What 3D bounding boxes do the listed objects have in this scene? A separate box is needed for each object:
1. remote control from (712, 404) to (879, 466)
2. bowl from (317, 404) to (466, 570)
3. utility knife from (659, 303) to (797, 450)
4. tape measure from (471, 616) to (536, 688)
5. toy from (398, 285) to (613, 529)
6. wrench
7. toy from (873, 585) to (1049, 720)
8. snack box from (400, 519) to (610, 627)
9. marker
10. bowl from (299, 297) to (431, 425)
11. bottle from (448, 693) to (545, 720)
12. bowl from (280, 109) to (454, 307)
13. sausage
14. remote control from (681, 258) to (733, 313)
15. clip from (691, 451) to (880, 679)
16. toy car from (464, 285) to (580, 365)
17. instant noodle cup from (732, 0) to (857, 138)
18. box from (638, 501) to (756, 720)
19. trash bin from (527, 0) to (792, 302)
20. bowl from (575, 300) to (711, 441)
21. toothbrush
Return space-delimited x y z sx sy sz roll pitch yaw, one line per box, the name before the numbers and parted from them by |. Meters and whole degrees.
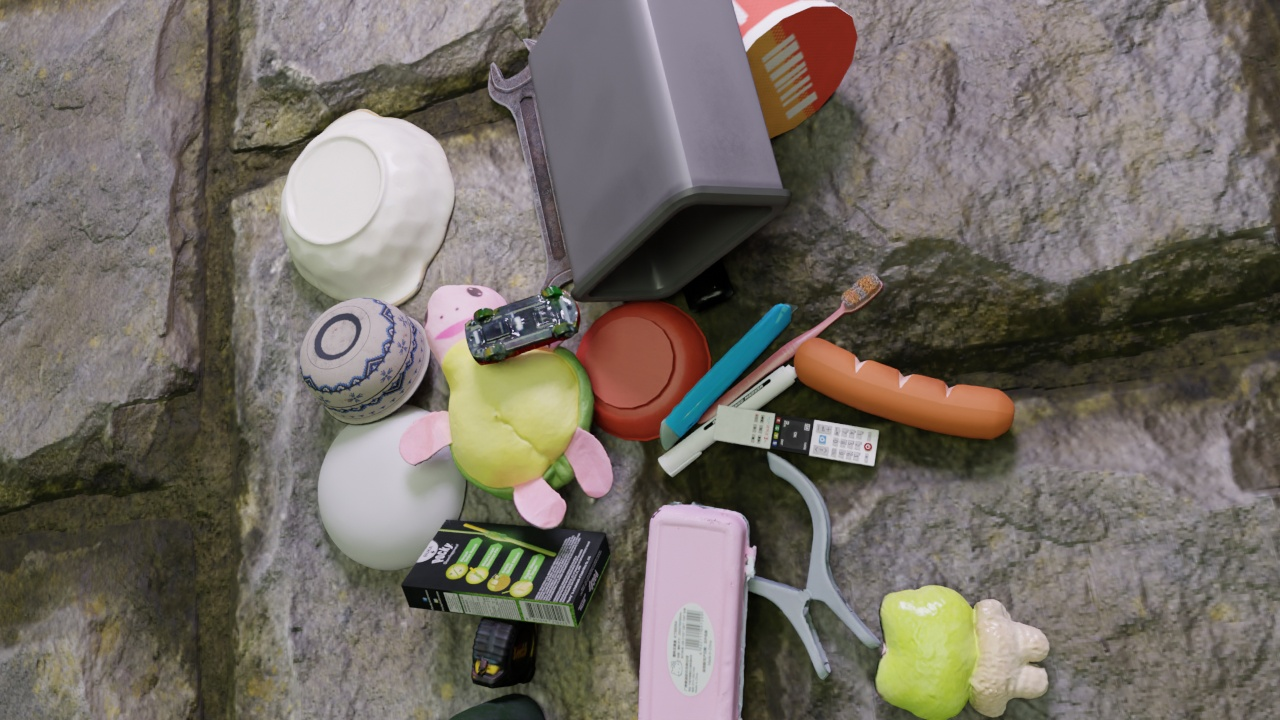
remote control | 0.120 0.058 0.711 0.124 0.012 0.028 9 83 10
bowl | -0.231 0.110 0.814 0.150 0.043 0.149 -4 78 18
utility knife | 0.069 0.009 0.736 0.158 0.031 0.015 -44 47 -1
tape measure | -0.110 0.227 0.736 0.038 0.067 0.062 7 81 20
toy | -0.112 0.032 0.766 0.190 0.087 0.238 -44 66 11
wrench | -0.090 -0.173 0.841 0.070 0.010 0.273 -17 74 15
toy | 0.223 0.205 0.639 0.115 0.046 0.092 3 81 12
snack box | -0.107 0.169 0.742 0.148 0.080 0.025 1 121 19
marker | 0.071 0.048 0.736 0.134 0.017 0.020 -38 51 8
bowl | -0.253 -0.007 0.819 0.116 0.059 0.115 -10 58 16
bottle | -0.127 0.285 0.672 0.055 0.174 0.055 -4 78 18
bowl | -0.275 -0.154 0.874 0.189 0.060 0.219 -24 73 13
sausage | 0.194 0.023 0.688 0.164 0.039 0.044 18 88 21
remote control | 0.035 -0.113 0.780 0.041 0.020 0.151 -25 70 14
clip | 0.133 0.136 0.692 0.143 0.029 0.172 -45 70 8
toy car | -0.091 -0.025 0.715 0.091 0.036 0.042 -21 70 2
instant noodle cup | 0.088 -0.268 0.746 0.123 0.123 0.121 -36 63 9
box | 0.043 0.209 0.688 0.086 0.044 0.202 2 89 22
trash bin | 0.002 -0.180 0.702 0.192 0.097 0.219 -34 64 56
bowl | -0.005 0.005 0.762 0.122 0.035 0.122 -4 78 18
toothbrush | 0.117 -0.007 0.735 0.184 0.015 0.015 -39 63 10
